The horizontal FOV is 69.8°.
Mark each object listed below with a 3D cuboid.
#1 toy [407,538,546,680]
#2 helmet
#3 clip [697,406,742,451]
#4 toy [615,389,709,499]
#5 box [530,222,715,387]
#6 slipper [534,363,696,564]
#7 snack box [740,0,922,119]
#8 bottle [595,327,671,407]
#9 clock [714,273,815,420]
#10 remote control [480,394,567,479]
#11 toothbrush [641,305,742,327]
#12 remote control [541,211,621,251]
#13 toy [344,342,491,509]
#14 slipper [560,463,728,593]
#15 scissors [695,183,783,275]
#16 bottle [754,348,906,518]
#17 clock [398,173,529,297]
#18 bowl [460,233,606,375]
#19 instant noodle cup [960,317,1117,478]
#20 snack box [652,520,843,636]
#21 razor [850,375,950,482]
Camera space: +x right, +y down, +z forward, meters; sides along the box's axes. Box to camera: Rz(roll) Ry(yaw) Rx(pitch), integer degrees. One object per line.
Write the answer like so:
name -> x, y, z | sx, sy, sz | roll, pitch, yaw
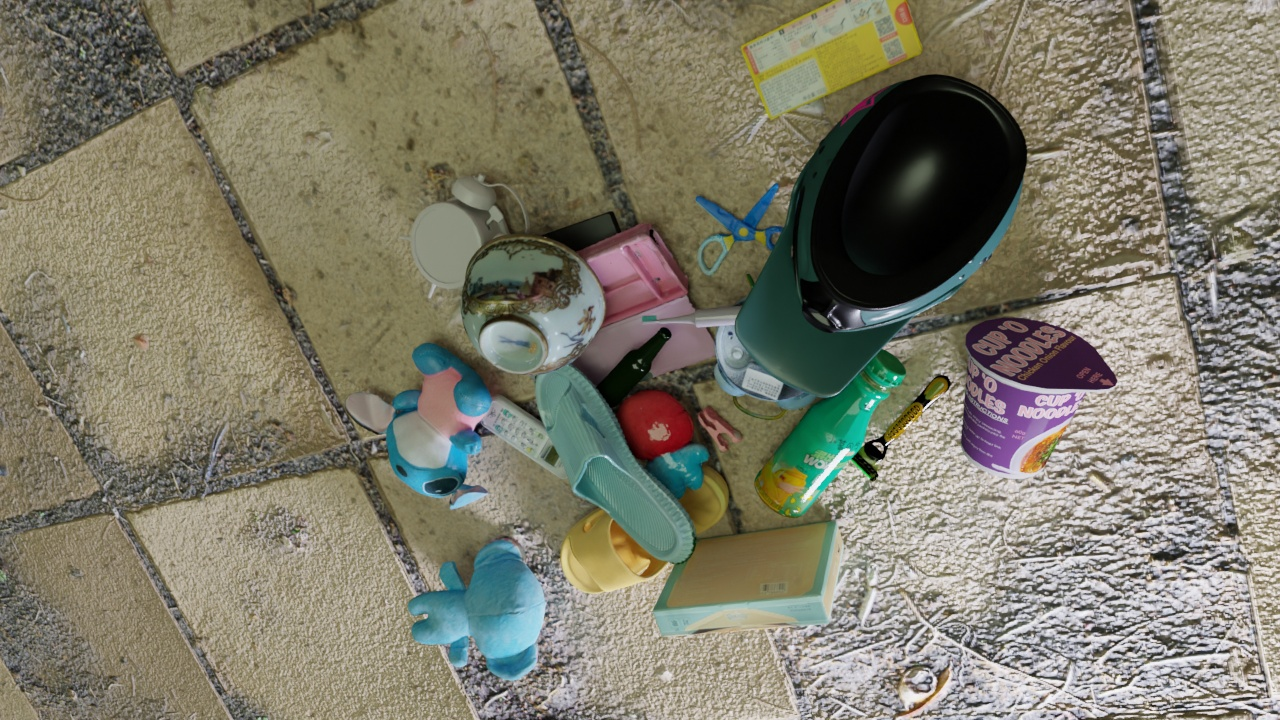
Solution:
toy -> -0.213, 0.333, 1.221 | 0.181, 0.115, 0.183 | -9, 87, 4
helmet -> 0.206, -0.108, 0.804 | 0.176, 0.200, 0.274 | 36, 80, 5
clip -> 0.087, 0.082, 1.051 | 0.059, 0.023, 0.045 | 25, 117, 1
toy -> 0.026, 0.093, 1.048 | 0.092, 0.062, 0.133 | -30, 90, 31
box -> -0.047, -0.043, 1.035 | 0.233, 0.039, 0.179 | -18, 122, 25
slipper -> -0.044, 0.123, 1.032 | 0.276, 0.069, 0.116 | 50, 141, 11
snack box -> 0.176, -0.290, 0.851 | 0.153, 0.025, 0.075 | -19, 105, 26
bottle -> -0.006, 0.006, 1.021 | 0.033, 0.032, 0.123 | 42, 126, -2
clock -> 0.137, -0.005, 0.971 | 0.118, 0.059, 0.162 | 19, 118, 11
remote control -> -0.134, 0.093, 1.132 | 0.133, 0.022, 0.050 | 34, 119, 3
toothbrush -> 0.089, -0.045, 0.927 | 0.188, 0.018, 0.019 | -3, 103, 21
remote control -> -0.080, -0.120, 1.024 | 0.134, 0.013, 0.058 | -14, 107, 24
toy -> -0.259, 0.073, 1.130 | 0.224, 0.098, 0.192 | 36, 117, 23
slipper -> -0.007, 0.214, 1.109 | 0.264, 0.078, 0.099 | -36, 96, 27
scissors -> 0.108, -0.132, 0.954 | 0.125, 0.013, 0.127 | 36, 117, 0
bottle -> 0.203, 0.077, 0.978 | 0.068, 0.067, 0.210 | 34, 119, 3
clock -> -0.187, -0.139, 1.024 | 0.160, 0.061, 0.120 | -24, 93, 28
bowl -> -0.122, -0.042, 0.966 | 0.160, 0.093, 0.160 | 6, 131, 7
instant noodle cup -> 0.370, 0.045, 0.883 | 0.137, 0.121, 0.122 | 30, 133, 36
snack box -> 0.124, 0.245, 1.038 | 0.194, 0.141, 0.044 | -13, 108, 24
razor -> 0.277, 0.068, 0.975 | 0.044, 0.021, 0.144 | 46, 122, 17
